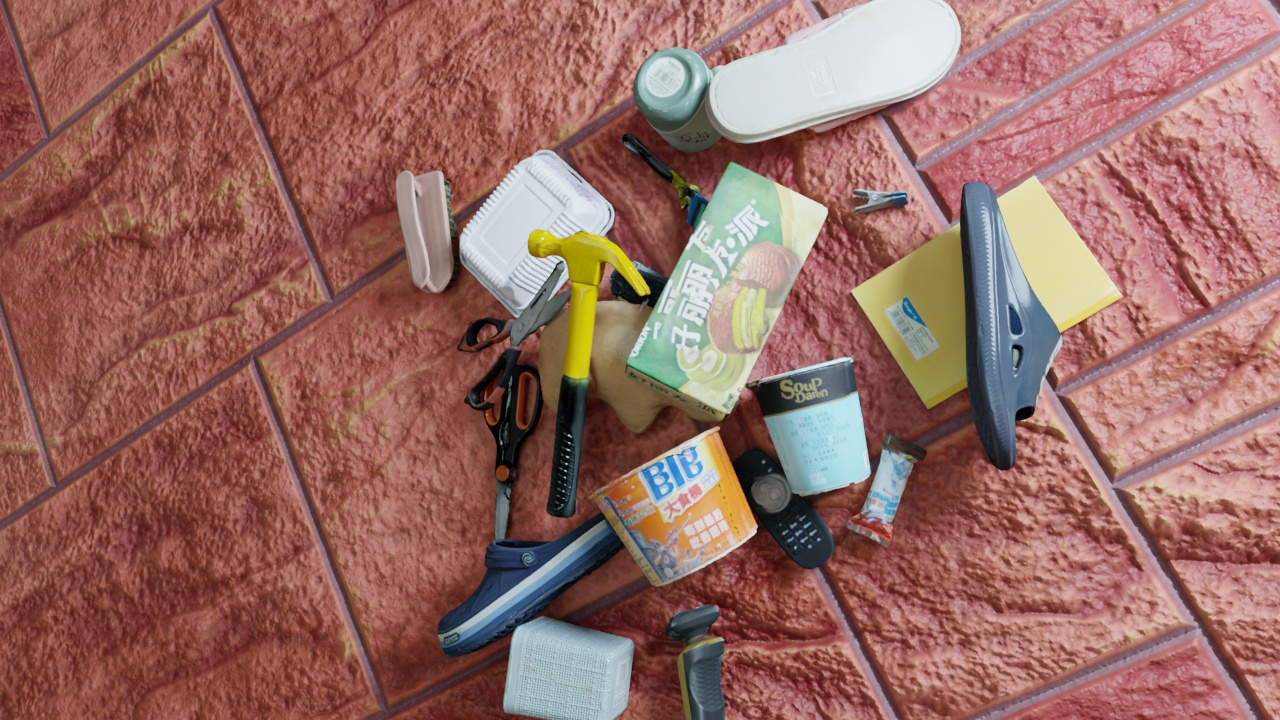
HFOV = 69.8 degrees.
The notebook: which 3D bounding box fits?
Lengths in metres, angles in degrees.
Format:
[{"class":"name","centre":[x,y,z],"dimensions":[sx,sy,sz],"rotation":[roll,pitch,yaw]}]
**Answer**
[{"class":"notebook","centre":[0.334,-0.066,0.901],"dimensions":[0.206,0.010,0.146],"rotation":[-33,75,14]}]

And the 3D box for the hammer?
[{"class":"hammer","centre":[-0.066,0.018,0.947],"dimensions":[0.129,0.032,0.301],"rotation":[11,104,17]}]

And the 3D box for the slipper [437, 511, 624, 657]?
[{"class":"slipper","centre":[-0.129,0.229,0.987],"dimensions":[0.253,0.105,0.095],"rotation":[-36,75,13]}]

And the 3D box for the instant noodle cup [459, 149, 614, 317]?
[{"class":"instant noodle cup","centre":[-0.132,-0.151,1.054],"dimensions":[0.138,0.060,0.173],"rotation":[44,98,19]}]

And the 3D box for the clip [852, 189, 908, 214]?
[{"class":"clip","centre":[0.245,-0.166,0.938],"dimensions":[0.057,0.024,0.028],"rotation":[0,80,27]}]

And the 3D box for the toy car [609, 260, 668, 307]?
[{"class":"toy car","centre":[0.016,-0.074,1.002],"dimensions":[0.105,0.031,0.049],"rotation":[24,121,18]}]

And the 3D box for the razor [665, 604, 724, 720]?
[{"class":"razor","centre":[0.060,0.336,0.941],"dimensions":[0.068,0.062,0.167],"rotation":[-9,86,49]}]

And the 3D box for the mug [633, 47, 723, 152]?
[{"class":"mug","centre":[0.057,-0.281,0.974],"dimensions":[0.112,0.106,0.082],"rotation":[-15,78,17]}]

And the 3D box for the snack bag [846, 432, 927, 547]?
[{"class":"snack bag","centre":[0.243,0.127,0.905],"dimensions":[0.048,0.026,0.104],"rotation":[24,94,7]}]

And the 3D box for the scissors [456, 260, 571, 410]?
[{"class":"scissors","centre":[-0.146,-0.032,1.027],"dimensions":[0.214,0.015,0.197],"rotation":[18,97,47]}]

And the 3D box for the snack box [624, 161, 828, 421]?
[{"class":"snack box","centre":[0.086,-0.068,0.924],"dimensions":[0.114,0.063,0.240],"rotation":[27,81,4]}]

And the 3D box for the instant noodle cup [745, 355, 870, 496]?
[{"class":"instant noodle cup","centre":[0.171,0.066,0.902],"dimensions":[0.111,0.111,0.120],"rotation":[-15,87,18]}]

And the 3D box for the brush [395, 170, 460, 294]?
[{"class":"brush","centre":[-0.257,-0.150,1.092],"dimensions":[0.063,0.073,0.145],"rotation":[-11,82,18]}]

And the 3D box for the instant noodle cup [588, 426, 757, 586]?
[{"class":"instant noodle cup","centre":[0.039,0.149,0.918],"dimensions":[0.151,0.151,0.111],"rotation":[-30,83,14]}]

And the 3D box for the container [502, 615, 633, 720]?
[{"class":"container","centre":[-0.072,0.330,0.967],"dimensions":[0.111,0.090,0.090],"rotation":[7,87,17]}]

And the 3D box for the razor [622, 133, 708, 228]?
[{"class":"razor","centre":[0.028,-0.207,1.023],"dimensions":[0.142,0.022,0.043],"rotation":[48,144,21]}]

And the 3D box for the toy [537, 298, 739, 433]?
[{"class":"toy","centre":[-0.006,0.006,0.984],"dimensions":[0.226,0.082,0.143],"rotation":[8,107,19]}]

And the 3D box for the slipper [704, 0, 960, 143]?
[{"class":"slipper","centre":[0.195,-0.292,0.934],"dimensions":[0.274,0.054,0.114],"rotation":[-23,86,-4]}]

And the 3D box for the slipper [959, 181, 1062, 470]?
[{"class":"slipper","centre":[0.340,-0.036,0.834],"dimensions":[0.083,0.110,0.268],"rotation":[-5,82,15]}]

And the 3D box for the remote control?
[{"class":"remote control","centre":[0.146,0.151,0.939],"dimensions":[0.053,0.024,0.136],"rotation":[-41,71,13]}]

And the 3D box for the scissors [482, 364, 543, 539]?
[{"class":"scissors","centre":[-0.164,0.116,1.062],"dimensions":[0.125,0.021,0.235],"rotation":[25,98,30]}]
